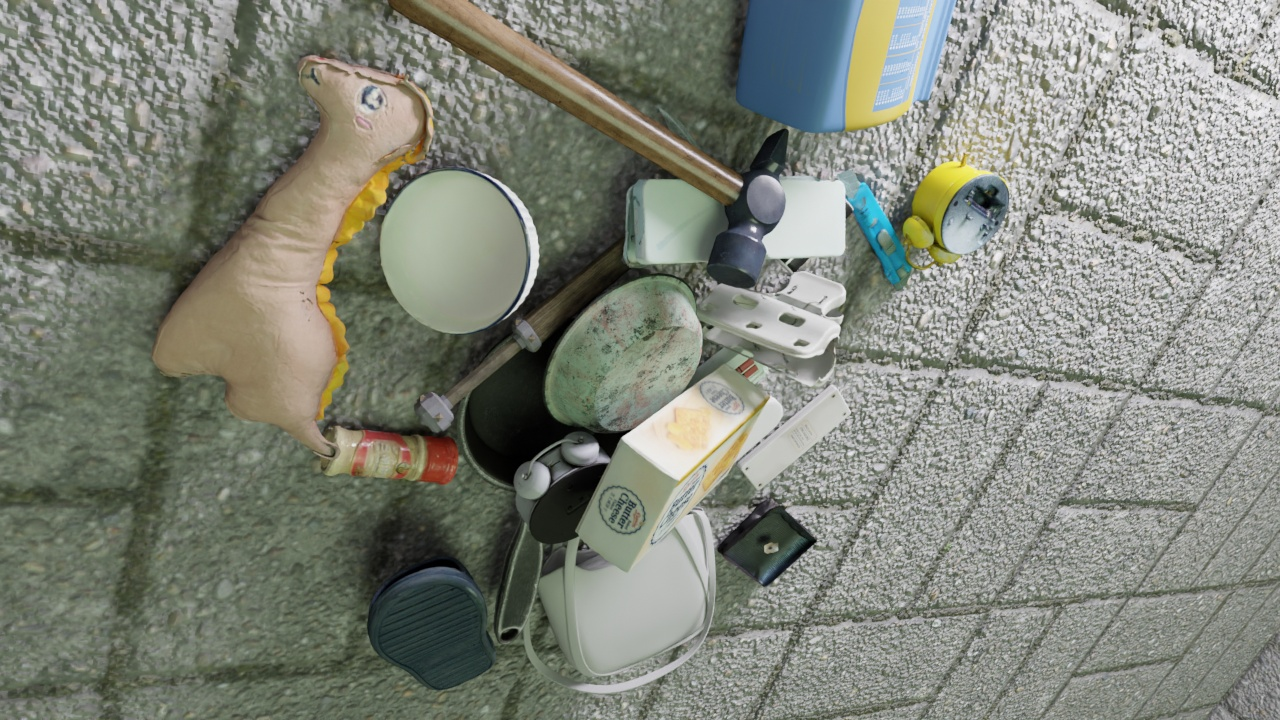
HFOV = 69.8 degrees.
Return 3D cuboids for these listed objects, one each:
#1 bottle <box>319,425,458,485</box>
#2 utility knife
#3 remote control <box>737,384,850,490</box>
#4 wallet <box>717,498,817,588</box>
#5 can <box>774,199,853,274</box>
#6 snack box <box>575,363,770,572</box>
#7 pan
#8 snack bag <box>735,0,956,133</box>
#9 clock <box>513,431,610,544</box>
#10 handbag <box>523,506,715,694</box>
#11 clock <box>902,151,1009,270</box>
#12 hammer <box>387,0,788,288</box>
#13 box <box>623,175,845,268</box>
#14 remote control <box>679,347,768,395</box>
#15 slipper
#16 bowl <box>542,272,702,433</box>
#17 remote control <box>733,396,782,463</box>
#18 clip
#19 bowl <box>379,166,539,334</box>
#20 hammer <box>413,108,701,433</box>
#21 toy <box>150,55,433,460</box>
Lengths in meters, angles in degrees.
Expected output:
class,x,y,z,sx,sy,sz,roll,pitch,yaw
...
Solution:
class,x,y,z,sx,sy,sz,roll,pitch,yaw
bottle,-0.208,0.079,0.761,0.109,0.044,0.044,10,115,-35
utility knife,0.230,-0.126,0.893,0.031,0.015,0.178,-47,130,-1
remote control,0.168,0.085,1.002,0.136,0.011,0.050,-40,132,-1
wallet,0.147,0.213,1.067,0.089,0.026,0.115,-44,132,3
can,0.157,-0.118,0.843,0.080,0.031,0.031,-47,131,6
snack box,0.034,0.085,0.790,0.207,0.057,0.104,-31,151,-58
pan,-0.093,0.111,0.840,0.187,0.055,0.358,1,120,-31
snack bag,0.185,-0.272,0.719,0.204,0.102,0.159,-17,129,-36
clock,-0.064,0.107,0.789,0.094,0.035,0.123,-33,143,-12
handbag,-0.024,0.217,0.937,0.215,0.095,0.223,-20,119,-17
clock,0.304,-0.139,0.897,0.083,0.057,0.119,20,109,-38
hammer,-0.026,-0.178,0.650,0.321,0.040,0.129,26,74,-24
box,0.081,-0.116,0.748,0.198,0.066,0.083,-7,123,-27
remote control,0.064,0.033,0.898,0.143,0.024,0.049,-38,132,-2
slipper,-0.196,0.235,0.858,0.101,0.082,0.264,-21,148,-14
bowl,-0.005,0.004,0.755,0.157,0.038,0.158,-28,143,-24
remote control,0.093,0.088,0.960,0.136,0.013,0.043,-41,132,1
clip,0.127,-0.024,0.841,0.152,0.126,0.097,-17,127,-51
bowl,-0.123,-0.081,0.673,0.118,0.118,0.062,-61,170,18
hammer,-0.052,-0.057,0.728,0.316,0.028,0.147,-41,124,-15
toy,-0.215,-0.068,0.639,0.264,0.065,0.196,-47,122,4
